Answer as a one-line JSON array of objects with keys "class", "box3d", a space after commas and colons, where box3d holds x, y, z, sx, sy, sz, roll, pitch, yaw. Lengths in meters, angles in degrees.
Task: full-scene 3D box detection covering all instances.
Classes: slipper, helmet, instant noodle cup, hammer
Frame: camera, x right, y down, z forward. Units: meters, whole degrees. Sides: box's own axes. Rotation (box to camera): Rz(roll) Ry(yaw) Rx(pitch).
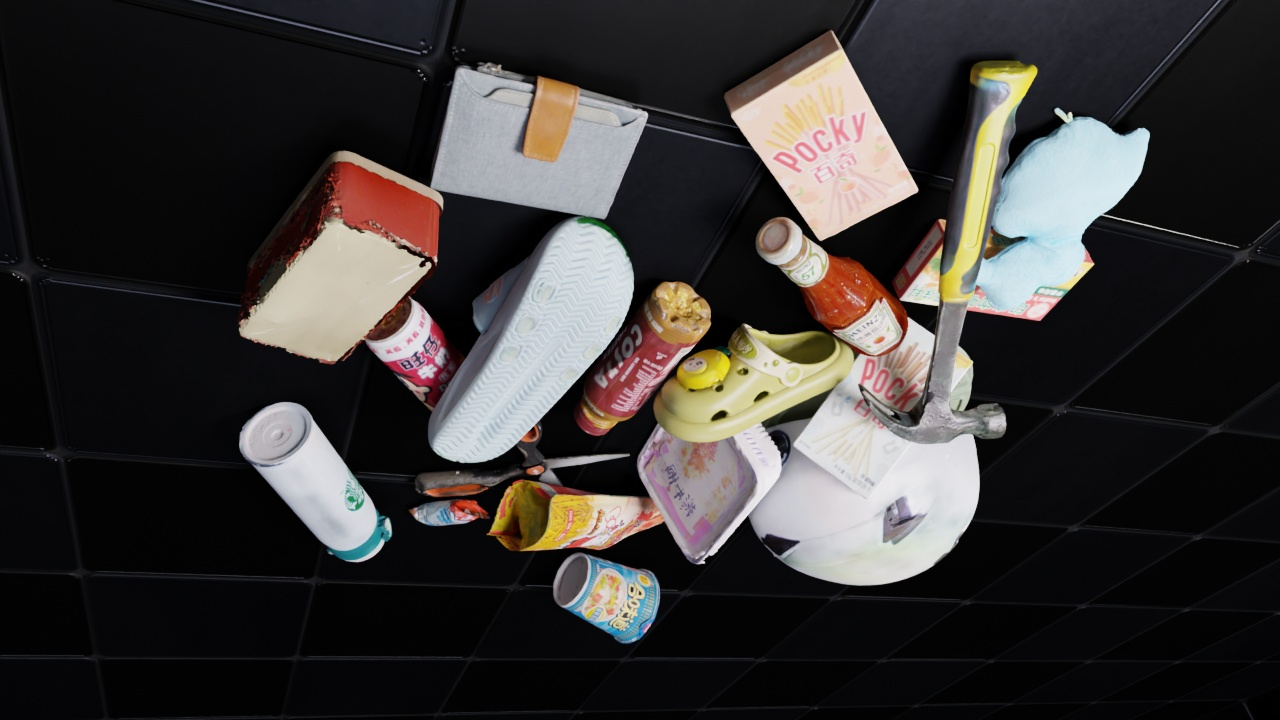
[{"class": "slipper", "box3d": [-0.096, -0.016, 0.753, 0.104, 0.074, 0.246, 18, 119, -43]}, {"class": "helmet", "box3d": [0.229, 0.153, 0.942, 0.259, 0.145, 0.229, -34, 136, 29]}, {"class": "instant noodle cup", "box3d": [-0.047, 0.293, 1.160, 0.110, 0.099, 0.099, 32, 127, -31]}, {"class": "instant noodle cup", "box3d": [0.074, 0.107, 0.920, 0.060, 0.138, 0.174, -14, 149, -31]}, {"class": "slipper", "box3d": [0.097, 0.003, 0.816, 0.190, 0.091, 0.082, -20, 119, -11]}, {"class": "hammer", "box3d": [0.247, -0.067, 0.716, 0.126, 0.031, 0.324, -3, 123, -2]}]

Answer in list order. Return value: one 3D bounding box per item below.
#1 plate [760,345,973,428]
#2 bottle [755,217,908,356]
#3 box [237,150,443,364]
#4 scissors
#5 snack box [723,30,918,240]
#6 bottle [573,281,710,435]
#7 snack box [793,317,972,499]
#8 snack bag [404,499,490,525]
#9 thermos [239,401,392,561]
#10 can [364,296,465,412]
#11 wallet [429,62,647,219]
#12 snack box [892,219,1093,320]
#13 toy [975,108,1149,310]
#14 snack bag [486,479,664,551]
[{"class": "plate", "box3d": [0.235, 0.052, 0.956, 0.230, 0.027, 0.231, -5, 143, -4]}, {"class": "bottle", "box3d": [0.157, -0.059, 0.747, 0.060, 0.059, 0.206, -30, 146, 25]}, {"class": "box", "box3d": [-0.218, -0.061, 0.650, 0.091, 0.077, 0.169, 21, 141, -35]}, {"class": "scissors", "box3d": [-0.128, 0.110, 0.955, 0.221, 0.021, 0.230, -16, 144, 10]}, {"class": "snack box", "box3d": [0.134, -0.156, 0.665, 0.085, 0.026, 0.157, -26, 140, 21]}, {"class": "bottle", "box3d": [-0.005, 0.005, 0.816, 0.057, 0.057, 0.175, 13, 137, -27]}, {"class": "snack box", "box3d": [0.219, 0.040, 0.836, 0.157, 0.085, 0.027, -54, 166, 5]}, {"class": "snack bag", "box3d": [-0.209, 0.164, 0.989, 0.104, 0.026, 0.048, -14, 150, 39]}, {"class": "thermos", "box3d": [-0.310, 0.130, 0.905, 0.073, 0.073, 0.224, -10, 143, 0]}, {"class": "can", "box3d": [-0.181, 0.001, 0.776, 0.053, 0.053, 0.133, -18, 142, 10]}, {"class": "wallet", "box3d": [-0.070, -0.145, 0.625, 0.129, 0.037, 0.107, 7, 141, -19]}, {"class": "snack box", "box3d": [0.308, -0.077, 0.803, 0.155, 0.027, 0.077, 6, 140, -19]}, {"class": "toy", "box3d": [0.324, -0.120, 0.724, 0.161, 0.049, 0.156, -24, 128, 8]}, {"class": "snack bag", "box3d": [-0.062, 0.178, 1.019, 0.129, 0.073, 0.207, -34, 150, 27]}]
